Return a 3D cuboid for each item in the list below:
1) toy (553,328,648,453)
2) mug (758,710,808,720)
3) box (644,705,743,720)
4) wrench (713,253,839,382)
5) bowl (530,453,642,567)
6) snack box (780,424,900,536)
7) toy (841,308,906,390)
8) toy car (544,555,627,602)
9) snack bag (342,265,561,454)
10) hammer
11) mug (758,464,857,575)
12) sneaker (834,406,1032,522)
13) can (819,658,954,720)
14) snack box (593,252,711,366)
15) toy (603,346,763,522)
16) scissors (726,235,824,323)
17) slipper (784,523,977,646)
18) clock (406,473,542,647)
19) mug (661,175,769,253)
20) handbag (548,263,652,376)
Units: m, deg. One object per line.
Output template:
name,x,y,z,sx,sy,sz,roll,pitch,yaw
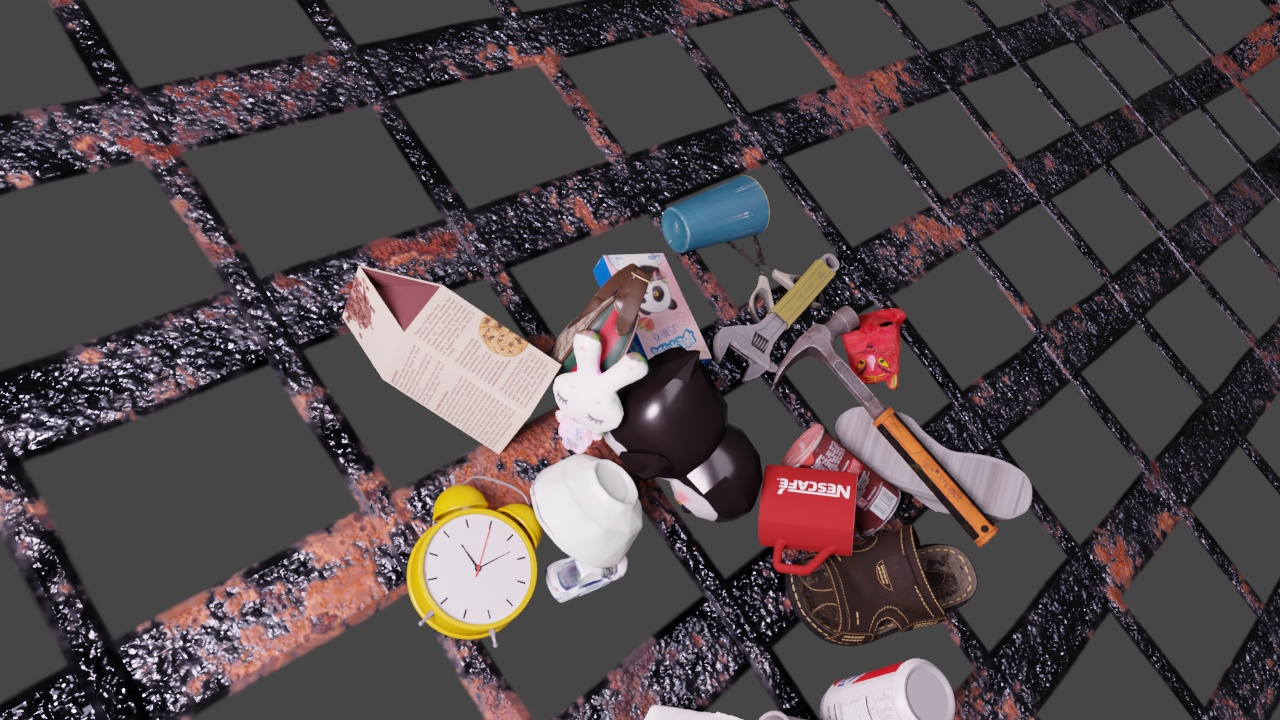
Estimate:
toy,-0.047,0.034,0.872,0.079,0.123,0.038,25,21,7
mug,0.143,0.392,0.862,0.070,0.084,0.113,19,90,-20
box,0.043,0.410,0.806,0.107,0.132,0.151,15,26,-18
wrench,0.179,-0.063,1.151,0.083,0.018,0.272,47,53,-3
bowl,-0.042,0.135,0.885,0.117,0.061,0.117,34,26,-20
snack box,0.228,0.137,1.048,0.121,0.072,0.072,39,52,-4
toy,0.306,-0.018,1.195,0.132,0.088,0.094,-37,116,-56
toy car,-0.050,0.204,0.893,0.089,0.027,0.038,-16,69,-33
snack bag,-0.194,-0.008,0.894,0.206,0.095,0.069,34,53,-7
hammer,0.286,0.089,1.064,0.137,0.035,0.314,-34,71,-11
mug,0.177,0.172,0.971,0.097,0.080,0.116,4,56,14
sneaker,0.343,0.136,1.113,0.236,0.090,0.099,24,66,12
can,0.240,0.340,0.900,0.070,0.132,0.070,13,58,-21
snack box,0.012,-0.054,1.059,0.087,0.033,0.154,-7,62,-33
toy,0.060,0.082,0.938,0.184,0.140,0.158,48,34,-13
scissors,0.172,-0.106,1.193,0.157,0.013,0.170,17,57,-20
slipper,0.278,0.244,1.011,0.267,0.076,0.113,0,63,-28
clock,-0.148,0.180,0.841,0.113,0.052,0.151,22,59,-16
mug,0.091,-0.180,1.154,0.121,0.078,0.078,-22,75,-26
handbag,-0.039,-0.040,0.946,0.063,0.167,0.138,28,75,-12
